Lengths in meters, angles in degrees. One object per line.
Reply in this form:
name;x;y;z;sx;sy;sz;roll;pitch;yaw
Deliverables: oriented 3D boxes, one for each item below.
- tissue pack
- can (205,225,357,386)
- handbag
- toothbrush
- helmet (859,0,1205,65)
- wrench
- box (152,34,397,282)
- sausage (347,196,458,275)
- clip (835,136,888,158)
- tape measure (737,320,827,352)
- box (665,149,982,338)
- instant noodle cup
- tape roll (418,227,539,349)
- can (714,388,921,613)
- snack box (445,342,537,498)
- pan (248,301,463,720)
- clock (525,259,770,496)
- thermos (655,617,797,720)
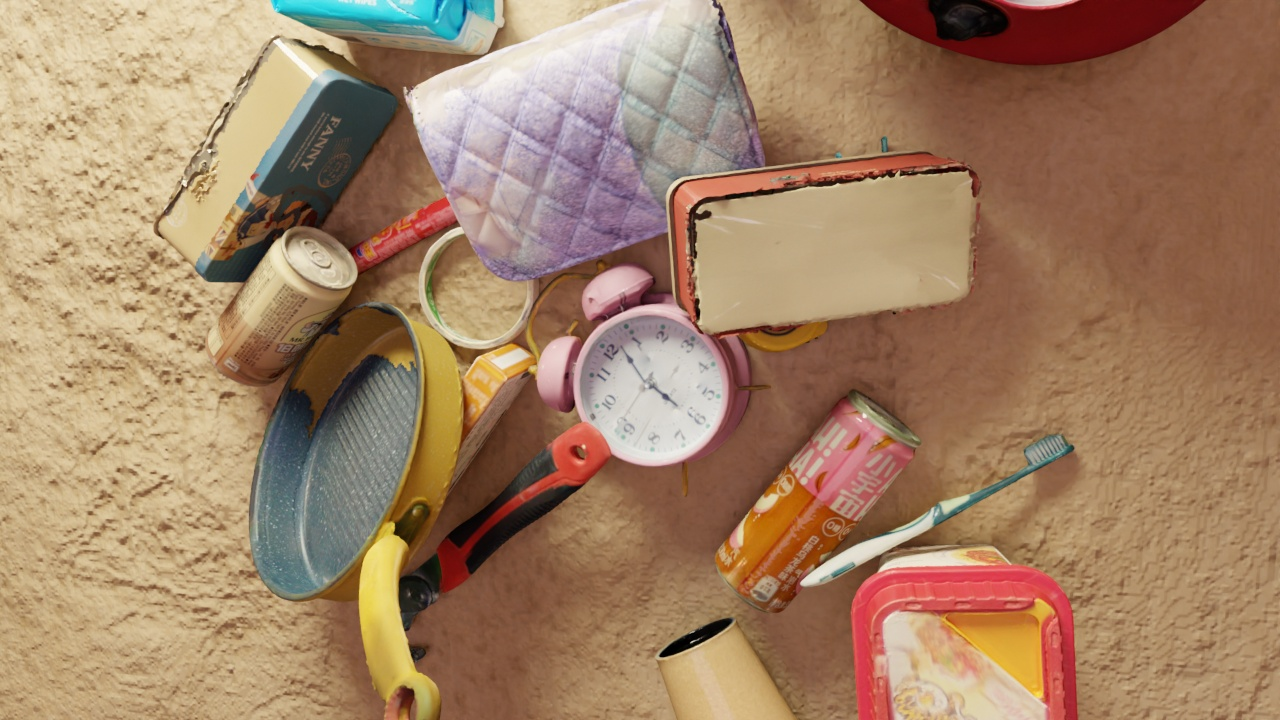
tissue pack;-0.163;-0.240;0.588;0.140;0.090;0.063;9;99;11
can;-0.251;-0.036;0.640;0.117;0.058;0.058;-41;87;28
handbag;-0.029;-0.138;0.563;0.194;0.075;0.134;-17;122;9
toothbrush;0.184;0.094;0.573;0.191;0.016;0.018;-27;81;-1
helmet;0.205;-0.244;0.478;0.240;0.144;0.206;5;74;29
wrench;-0.113;0.130;0.637;0.056;0.016;0.274;48;117;8
box;-0.243;-0.137;0.621;0.060;0.089;0.184;44;108;8
sausage;-0.164;-0.090;0.646;0.156;0.020;0.020;-25;91;14
clip;0.146;-0.110;0.577;0.033;0.013;0.054;-17;92;15
tape measure;0.086;-0.034;0.589;0.057;0.029;0.060;-25;90;-7
box;0.106;-0.064;0.527;0.168;0.076;0.091;-8;113;-6
instant noodle cup;0.186;0.165;0.548;0.116;0.124;0.116;-4;97;12
tape roll;-0.114;-0.051;0.642;0.086;0.014;0.086;2;98;12
can;0.111;0.092;0.588;0.058;0.057;0.147;37;104;5
snack box;-0.130;0.059;0.629;0.026;0.075;0.154;37;103;4
pan;-0.161;0.089;0.533;0.357;0.078;0.198;40;102;47
clock;-0.004;0.003;0.602;0.158;0.059;0.117;37;103;8
thermos;0.068;0.249;0.609;0.093;0.093;0.143;-27;82;14
